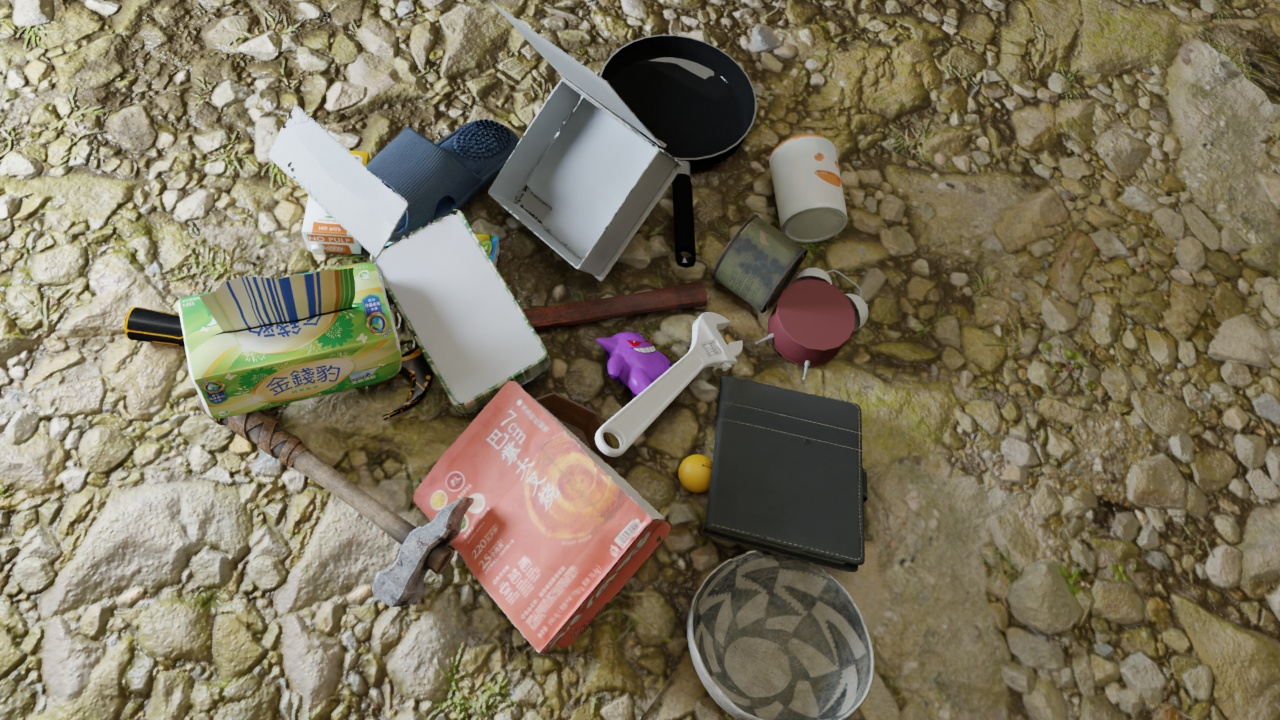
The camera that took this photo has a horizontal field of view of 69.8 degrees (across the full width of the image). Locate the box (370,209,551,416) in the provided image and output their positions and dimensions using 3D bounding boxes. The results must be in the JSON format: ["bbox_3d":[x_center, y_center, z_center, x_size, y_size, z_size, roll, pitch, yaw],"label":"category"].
[{"bbox_3d":[-0.191,-0.052,0.973,0.117,0.050,0.205,-32,74,-9],"label":"box"}]

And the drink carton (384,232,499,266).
[{"bbox_3d":[-0.226,-0.128,1.045,0.129,0.039,0.044,9,67,-3],"label":"drink carton"}]

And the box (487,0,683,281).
[{"bbox_3d":[-0.034,-0.320,0.902,0.167,0.514,0.172,40,55,22],"label":"box"}]

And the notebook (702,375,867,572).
[{"bbox_3d":[0.156,0.111,0.959,0.169,0.030,0.208,14,49,-2],"label":"notebook"}]

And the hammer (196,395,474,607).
[{"bbox_3d":[-0.313,0.110,0.905,0.319,0.049,0.121,32,88,14],"label":"hammer"}]

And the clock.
[{"bbox_3d":[0.203,-0.050,1.060,0.096,0.048,0.137,38,65,11],"label":"clock"}]

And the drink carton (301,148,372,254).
[{"bbox_3d":[-0.347,-0.180,1.053,0.058,0.040,0.122,3,64,-6],"label":"drink carton"}]

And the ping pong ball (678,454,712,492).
[{"bbox_3d":[0.060,0.119,0.963,0.040,0.040,0.040,3,64,-6],"label":"ping pong ball"}]

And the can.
[{"bbox_3d":[0.138,-0.111,1.057,0.074,0.090,0.089,36,65,10],"label":"can"}]

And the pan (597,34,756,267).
[{"bbox_3d":[0.047,-0.261,1.144,0.204,0.044,0.355,2,64,-7],"label":"pan"}]

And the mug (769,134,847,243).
[{"bbox_3d":[0.205,-0.209,1.118,0.082,0.082,0.105,-1,65,-8],"label":"mug"}]

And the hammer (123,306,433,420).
[{"bbox_3d":[-0.379,-0.012,0.973,0.320,0.036,0.123,9,64,-6],"label":"hammer"}]

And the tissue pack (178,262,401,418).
[{"bbox_3d":[-0.340,-0.039,0.889,0.197,0.142,0.120,-20,62,-22],"label":"tissue pack"}]

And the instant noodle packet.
[{"bbox_3d":[-0.107,0.145,0.886,0.221,0.084,0.164,41,93,19],"label":"instant noodle packet"}]

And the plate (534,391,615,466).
[{"bbox_3d":[-0.094,0.100,0.960,0.131,0.025,0.131,3,64,-6],"label":"plate"}]

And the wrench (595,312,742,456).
[{"bbox_3d":[0.034,0.023,0.961,0.066,0.018,0.272,46,43,3],"label":"wrench"}]

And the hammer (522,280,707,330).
[{"bbox_3d":[-0.069,-0.053,1.037,0.300,0.028,0.111,-10,65,-13],"label":"hammer"}]

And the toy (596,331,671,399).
[{"bbox_3d":[-0.006,0.005,1.001,0.105,0.056,0.088,-11,67,-51],"label":"toy"}]

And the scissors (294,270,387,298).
[{"bbox_3d":[-0.315,-0.081,1.020,0.126,0.019,0.143,33,58,14],"label":"scissors"}]

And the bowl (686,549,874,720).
[{"bbox_3d":[0.123,0.277,0.869,0.178,0.081,0.178,8,45,-8],"label":"bowl"}]

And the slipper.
[{"bbox_3d":[-0.229,-0.224,1.040,0.101,0.083,0.262,37,51,11],"label":"slipper"}]
